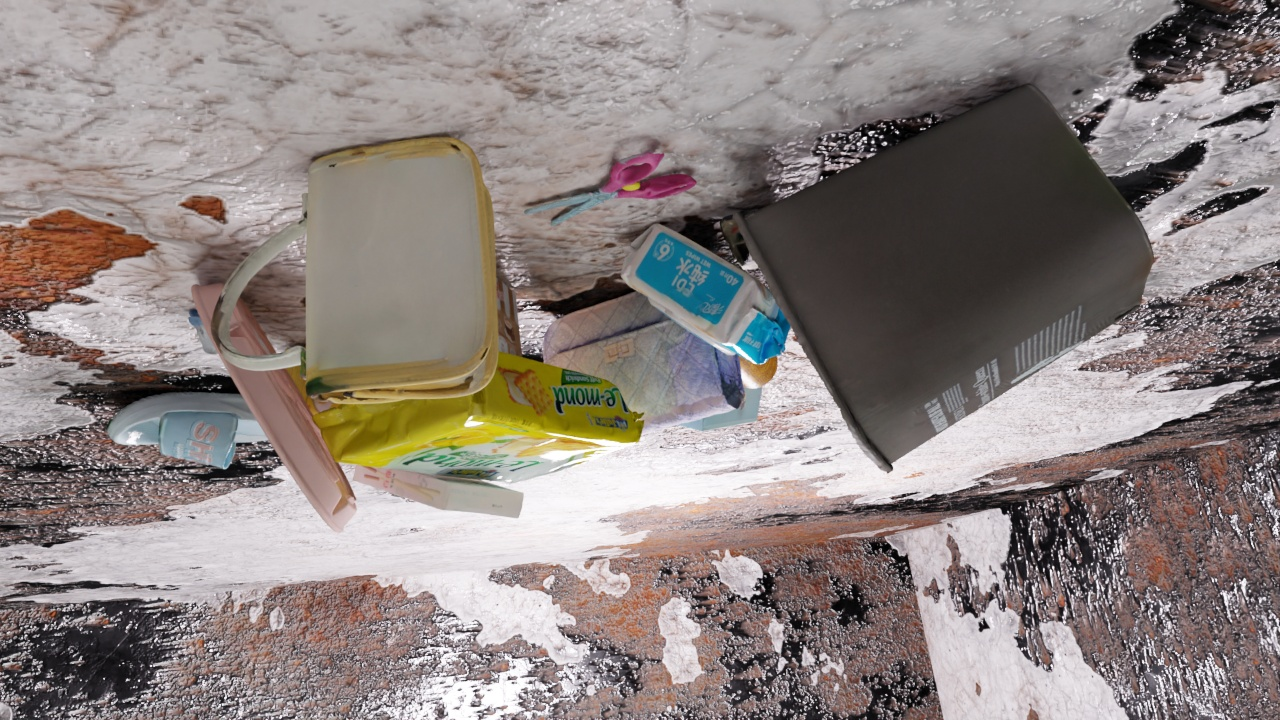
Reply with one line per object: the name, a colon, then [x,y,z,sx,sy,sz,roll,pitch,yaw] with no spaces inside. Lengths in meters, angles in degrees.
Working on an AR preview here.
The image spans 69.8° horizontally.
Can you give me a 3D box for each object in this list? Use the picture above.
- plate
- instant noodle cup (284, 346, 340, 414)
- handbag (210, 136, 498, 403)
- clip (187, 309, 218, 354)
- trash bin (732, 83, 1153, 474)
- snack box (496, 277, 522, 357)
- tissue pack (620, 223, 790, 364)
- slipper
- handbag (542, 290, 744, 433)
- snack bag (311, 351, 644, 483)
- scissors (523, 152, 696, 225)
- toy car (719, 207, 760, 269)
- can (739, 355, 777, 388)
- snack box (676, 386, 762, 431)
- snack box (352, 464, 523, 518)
plate: [-0.292,0.036,0.747,0.028,0.229,0.230,-31,167,-16]
instant noodle cup: [-0.282,0.033,0.903,0.124,0.116,0.116,1,164,10]
handbag: [-0.182,-0.052,0.592,0.179,0.163,0.063,-6,163,-1]
clip: [-0.382,-0.027,0.811,0.024,0.029,0.057,-4,154,-17]
trash bin: [0.218,-0.058,0.665,0.220,0.198,0.199,-29,156,13]
snack box: [-0.157,-0.024,0.792,0.077,0.094,0.093,-12,161,13]
tissue pack: [0.054,-0.053,0.758,0.063,0.140,0.090,-58,149,4]
slipper: [-0.453,0.083,1.022,0.245,0.074,0.104,1,161,-28]
handbag: [-0.005,0.005,0.880,0.194,0.134,0.075,-18,161,27]
snack bag: [-0.120,0.049,0.761,0.158,0.068,0.246,-18,159,30]
scissors: [-0.019,-0.123,0.685,0.105,0.017,0.136,2,165,-43]
toy car: [0.093,-0.098,0.770,0.042,0.035,0.090,-11,164,13]
can: [0.105,-0.013,0.989,0.058,0.058,0.146,-14,161,18]
snack box: [0.077,0.046,1.072,0.074,0.051,0.174,11,-174,27]
snack box: [-0.188,0.116,0.847,0.157,0.027,0.084,6,172,44]
